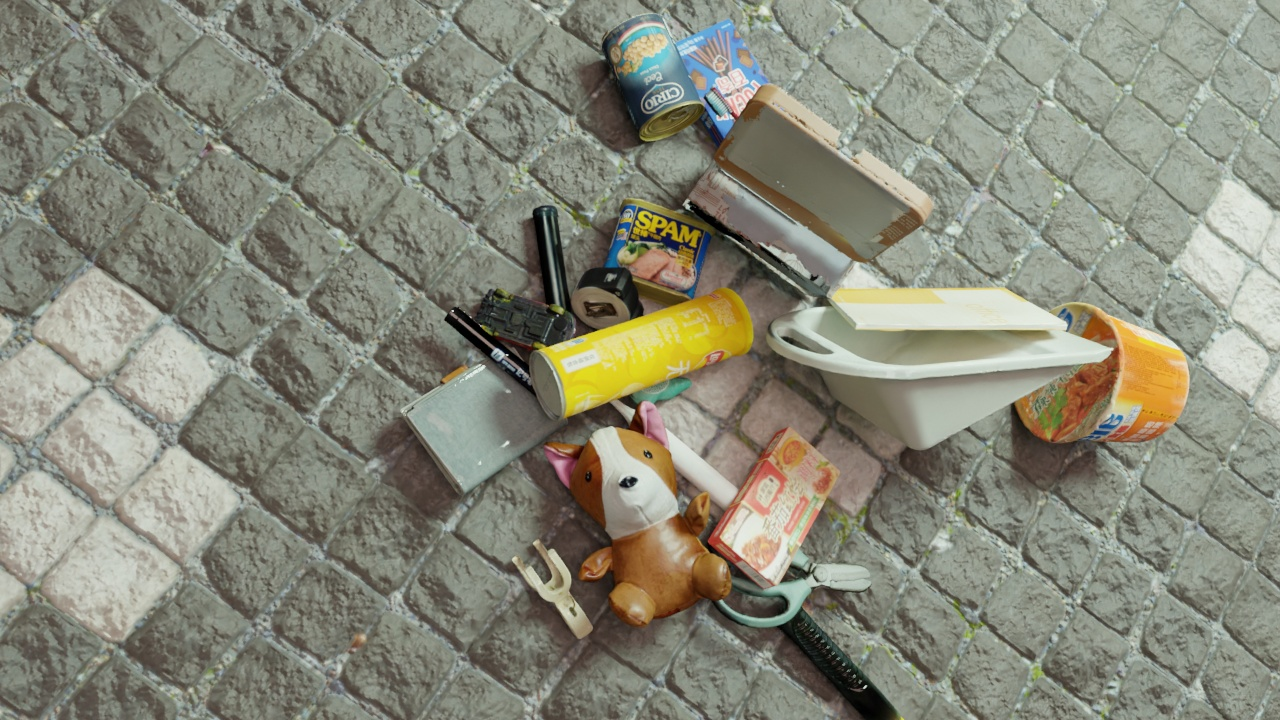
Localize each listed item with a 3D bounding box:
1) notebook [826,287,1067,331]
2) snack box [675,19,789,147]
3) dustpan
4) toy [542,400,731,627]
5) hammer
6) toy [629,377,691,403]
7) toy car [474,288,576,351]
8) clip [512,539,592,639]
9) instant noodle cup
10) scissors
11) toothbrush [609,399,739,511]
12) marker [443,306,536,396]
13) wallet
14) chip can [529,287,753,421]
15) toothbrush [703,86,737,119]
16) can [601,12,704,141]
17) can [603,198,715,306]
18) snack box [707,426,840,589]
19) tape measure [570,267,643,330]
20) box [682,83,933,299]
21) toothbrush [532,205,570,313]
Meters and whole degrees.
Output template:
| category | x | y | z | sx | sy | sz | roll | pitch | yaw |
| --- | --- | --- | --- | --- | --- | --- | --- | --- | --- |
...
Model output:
| category | x | y | z | sx | sy | sz | roll | pitch | yaw |
| --- | --- | --- | --- | --- | --- | --- | --- | --- | --- |
| notebook | 0.304 | -0.054 | 0.942 | 0.206 | 0.145 | 0.010 | 0 | 108 | -2 |
| snack box | 0.101 | -0.294 | 1.017 | 0.084 | 0.026 | 0.157 | -30 | 86 | -16 |
| dustpan | 0.264 | -0.027 | 0.894 | 0.257 | 0.222 | 0.143 | -33 | 116 | -7 |
| toy | -0.004 | 0.145 | 0.863 | 0.140 | 0.130 | 0.199 | -19 | 74 | -7 |
| hammer | 0.248 | 0.359 | 0.912 | 0.128 | 0.033 | 0.300 | -43 | 90 | -17 |
| toy | -0.005 | 0.005 | 0.932 | 0.096 | 0.030 | 0.092 | -22 | 80 | -23 |
| toy car | -0.112 | -0.036 | 0.901 | 0.106 | 0.031 | 0.049 | 16 | 78 | 20 |
| clip | -0.085 | 0.213 | 0.876 | 0.035 | 0.096 | 0.101 | -38 | 130 | -18 |
| instant noodle cup | 0.494 | 0.021 | 0.979 | 0.111 | 0.152 | 0.151 | 10 | 77 | -19 |
| scissors | 0.147 | 0.228 | 0.899 | 0.185 | 0.019 | 0.129 | 20 | 56 | 4 |
| toothbrush | 0.018 | 0.079 | 0.923 | 0.221 | 0.026 | 0.026 | 40 | 31 | -2 |
| marker | -0.132 | -0.004 | 0.884 | 0.132 | 0.022 | 0.020 | 40 | 119 | -4 |
| wallet | -0.151 | 0.054 | 0.885 | 0.129 | 0.037 | 0.106 | -34 | 84 | -30 |
| chip can | 0.004 | -0.008 | 0.881 | 0.213 | 0.072 | 0.072 | -20 | 83 | -25 |
| toothbrush | 0.132 | -0.218 | 0.988 | 0.017 | 0.016 | 0.187 | -45 | 109 | -3 |
| can | 0.012 | -0.301 | 0.974 | 0.075 | 0.075 | 0.111 | -21 | 83 | -15 |
| can | 0.017 | -0.108 | 0.946 | 0.102 | 0.057 | 0.083 | 18 | 78 | -8 |
| snack box | 0.135 | 0.144 | 0.913 | 0.075 | 0.026 | 0.152 | 42 | 58 | -5 |
| tape measure | -0.035 | -0.060 | 0.917 | 0.066 | 0.066 | 0.033 | 1 | 47 | 25 |
| box | 0.142 | -0.148 | 0.865 | 0.178 | 0.261 | 0.103 | 35 | 93 | -4 |
| toothbrush | -0.084 | -0.053 | 0.923 | 0.027 | 0.026 | 0.212 | -2 | 76 | -25 |
